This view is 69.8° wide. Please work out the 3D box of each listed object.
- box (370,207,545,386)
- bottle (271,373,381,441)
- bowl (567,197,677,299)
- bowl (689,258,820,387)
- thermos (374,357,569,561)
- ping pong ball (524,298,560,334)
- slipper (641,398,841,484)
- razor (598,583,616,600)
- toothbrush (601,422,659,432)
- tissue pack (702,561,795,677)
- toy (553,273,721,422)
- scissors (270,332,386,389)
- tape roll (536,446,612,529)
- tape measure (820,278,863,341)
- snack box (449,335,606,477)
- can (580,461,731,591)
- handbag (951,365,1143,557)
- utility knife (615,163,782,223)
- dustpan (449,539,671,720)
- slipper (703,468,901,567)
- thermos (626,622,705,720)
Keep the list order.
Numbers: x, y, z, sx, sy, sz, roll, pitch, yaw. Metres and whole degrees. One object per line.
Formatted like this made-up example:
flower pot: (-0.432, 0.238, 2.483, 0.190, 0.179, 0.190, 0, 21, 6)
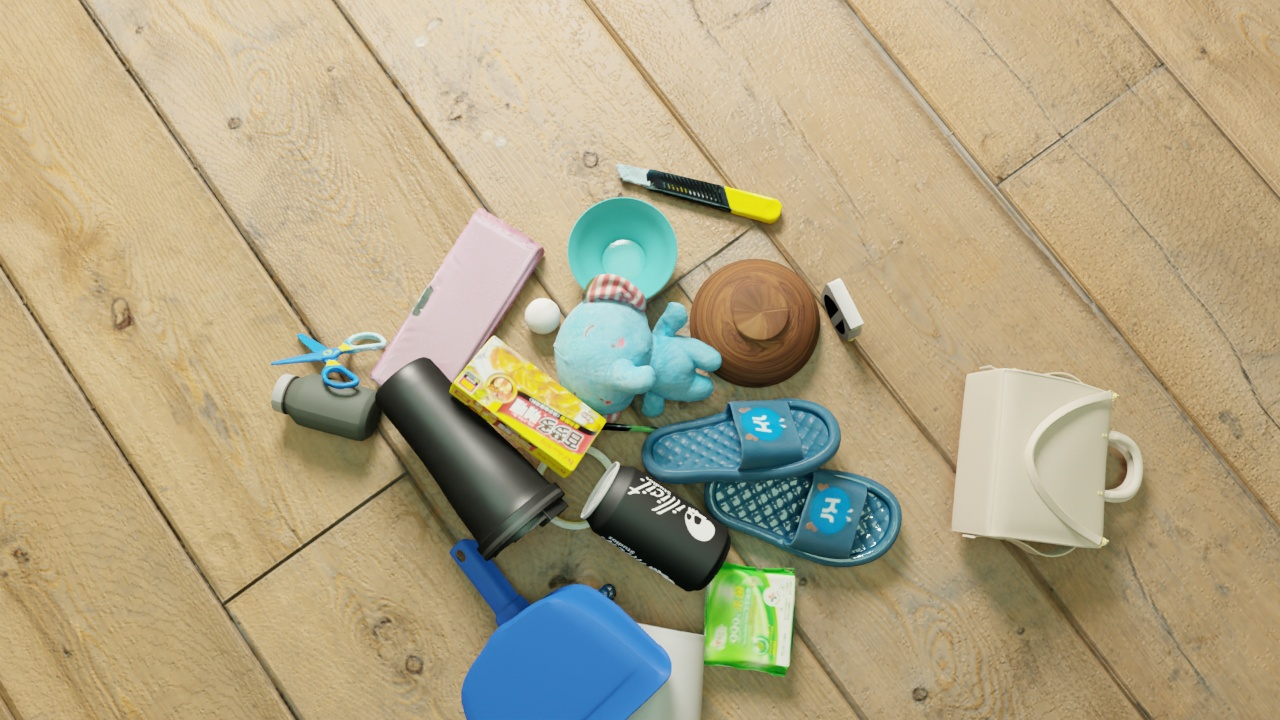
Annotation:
box: (-0.205, -0.052, 1.036, 0.098, 0.041, 0.232, 31, 85, -3)
bottle: (-0.345, 0.049, 1.011, 0.108, 0.060, 0.060, 15, 83, 3)
bowl: (-0.020, -0.118, 1.032, 0.121, 0.046, 0.121, 0, 83, 1)
bowl: (0.129, -0.046, 1.009, 0.147, 0.069, 0.147, 0, 83, 1)
thermos: (-0.181, 0.101, 0.960, 0.106, 0.106, 0.218, -41, 84, -4)
ping pong ball: (-0.110, -0.050, 1.029, 0.040, 0.040, 0.040, 0, 82, 1)
slipper: (0.105, 0.080, 0.982, 0.214, 0.059, 0.103, -9, 42, 6)
razor: (-0.080, 0.294, 0.995, 0.141, 0.018, 0.044, -40, 61, -6)
toothbrush: (-0.062, 0.071, 0.995, 0.188, 0.014, 0.017, 6, 53, -19)
tissue pack: (0.118, 0.276, 0.986, 0.099, 0.034, 0.114, 5, 81, 3)
toy: (-0.006, 0.006, 0.982, 0.180, 0.114, 0.184, 14, 111, -1)
scissors: (-0.341, -0.009, 1.021, 0.125, 0.016, 0.124, 29, 44, 31)
tape roll: (-0.071, 0.139, 1.014, 0.094, 0.019, 0.094, 0, 83, 1)
tape measure: (0.222, -0.054, 1.010, 0.017, 0.065, 0.064, -24, 80, -2)
snack box: (-0.116, 0.048, 0.956, 0.152, 0.025, 0.075, 37, 55, -4)
can: (0.017, 0.175, 0.965, 0.146, 0.080, 0.080, 34, 84, -6)
handbag: (0.446, 0.111, 0.978, 0.197, 0.101, 0.194, 9, 83, -10)
utility knife: (0.065, -0.195, 1.054, 0.198, 0.020, 0.028, 16, 82, 2)
dustpan: (-0.125, 0.293, 0.950, 0.246, 0.059, 0.257, -47, 72, 15)
slipper: (0.173, 0.162, 0.987, 0.214, 0.059, 0.103, 12, 85, 5)
thermos: (0.009, 0.387, 0.935, 0.131, 0.132, 0.221, 10, 75, 2)
